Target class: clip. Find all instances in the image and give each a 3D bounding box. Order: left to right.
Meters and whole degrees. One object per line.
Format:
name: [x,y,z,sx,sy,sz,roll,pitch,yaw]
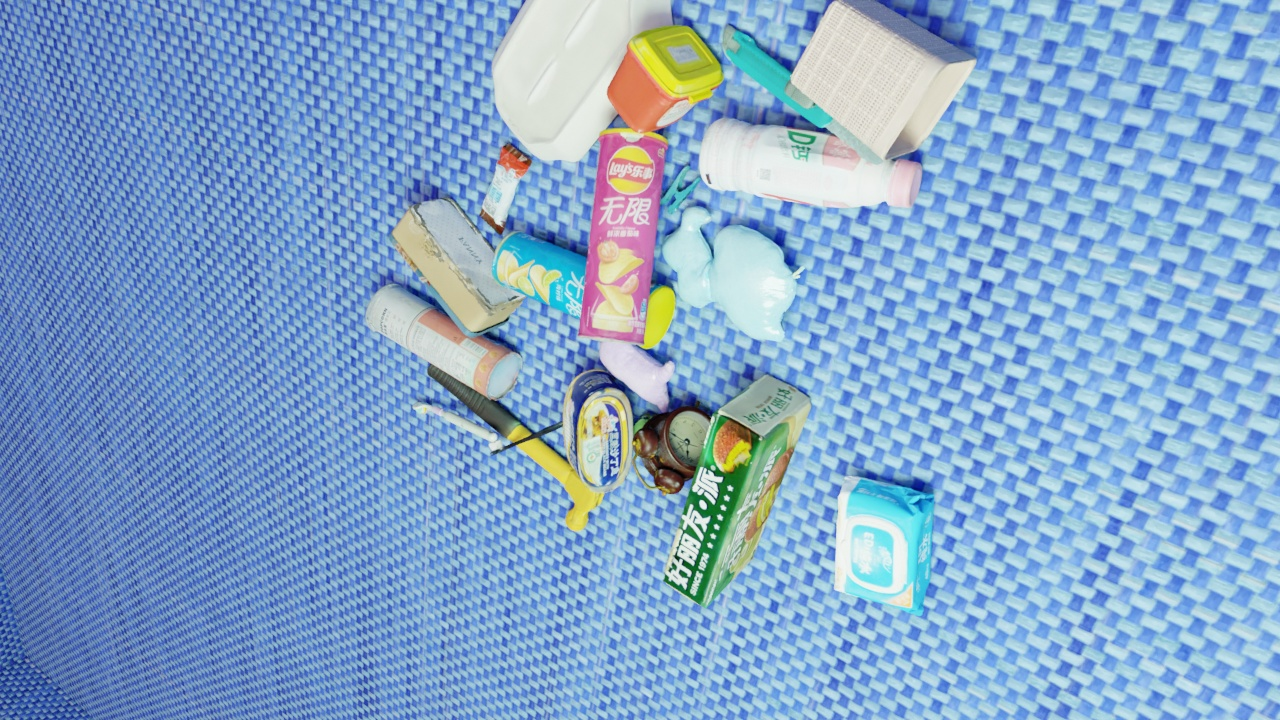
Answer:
clip: [0.041,-0.176,0.952,0.042,0.014,0.057,47,130,10]

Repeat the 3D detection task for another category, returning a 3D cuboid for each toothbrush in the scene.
toothbrush: [-0.250,0.083,1.242,0.190,0.029,0.020,15,94,45]
toothbrush: [-0.134,0.092,1.153,0.182,0.015,0.018,-22,87,40]

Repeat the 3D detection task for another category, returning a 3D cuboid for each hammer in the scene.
hammer: [-0.166,0.092,1.208,0.301,0.032,0.129,36,126,17]

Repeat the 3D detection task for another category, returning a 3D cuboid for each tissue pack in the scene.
tissue pack: [0.246,0.187,0.933,0.090,0.063,0.140,11,116,32]

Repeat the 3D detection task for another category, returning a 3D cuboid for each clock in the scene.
clock: [0.036,0.099,1.011,0.055,0.121,0.082,-30,91,53]

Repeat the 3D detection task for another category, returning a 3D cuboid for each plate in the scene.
plate: [-0.075,-0.323,0.956,0.162,0.034,0.267,52,130,5]

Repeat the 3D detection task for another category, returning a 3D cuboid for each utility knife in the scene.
utility knife: [0.142,-0.239,0.823,0.216,0.013,0.029,46,123,26]

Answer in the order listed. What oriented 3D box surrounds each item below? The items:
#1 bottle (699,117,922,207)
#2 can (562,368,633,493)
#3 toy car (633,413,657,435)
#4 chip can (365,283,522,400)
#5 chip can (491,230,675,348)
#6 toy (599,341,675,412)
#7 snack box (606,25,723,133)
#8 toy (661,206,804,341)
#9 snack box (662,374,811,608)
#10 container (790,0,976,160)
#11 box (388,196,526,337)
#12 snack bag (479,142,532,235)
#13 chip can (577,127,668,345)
bottle: [0.153,-0.175,0.839,0.197,0.068,0.068,17,119,26]
can: [-0.049,0.085,1.081,0.049,0.074,0.148,-130,35,-52]
toy car: [0.026,0.103,1.074,0.091,0.036,0.043,45,130,16]
chip can: [-0.257,-0.025,1.196,0.215,0.071,0.071,28,124,23]
chip can: [-0.067,-0.083,1.033,0.210,0.071,0.071,24,122,26]
toy: [-0.006,0.006,1.048,0.108,0.038,0.084,38,143,23]
snack box: [0.021,-0.266,0.879,0.082,0.091,0.080,53,137,5]
toy: [0.094,-0.088,0.930,0.157,0.049,0.161,-19,91,47]
snack box: [0.101,0.141,0.984,0.063,0.114,0.241,29,124,23]
container: [0.198,-0.239,0.764,0.111,0.090,0.090,42,128,18]
box: [-0.217,-0.111,1.118,0.061,0.089,0.184,-40,83,34]
snack bag: [-0.161,-0.201,1.078,0.048,0.026,0.104,42,129,21]
chip can: [-0.018,-0.122,0.931,0.071,0.071,0.210,6,90,34]
